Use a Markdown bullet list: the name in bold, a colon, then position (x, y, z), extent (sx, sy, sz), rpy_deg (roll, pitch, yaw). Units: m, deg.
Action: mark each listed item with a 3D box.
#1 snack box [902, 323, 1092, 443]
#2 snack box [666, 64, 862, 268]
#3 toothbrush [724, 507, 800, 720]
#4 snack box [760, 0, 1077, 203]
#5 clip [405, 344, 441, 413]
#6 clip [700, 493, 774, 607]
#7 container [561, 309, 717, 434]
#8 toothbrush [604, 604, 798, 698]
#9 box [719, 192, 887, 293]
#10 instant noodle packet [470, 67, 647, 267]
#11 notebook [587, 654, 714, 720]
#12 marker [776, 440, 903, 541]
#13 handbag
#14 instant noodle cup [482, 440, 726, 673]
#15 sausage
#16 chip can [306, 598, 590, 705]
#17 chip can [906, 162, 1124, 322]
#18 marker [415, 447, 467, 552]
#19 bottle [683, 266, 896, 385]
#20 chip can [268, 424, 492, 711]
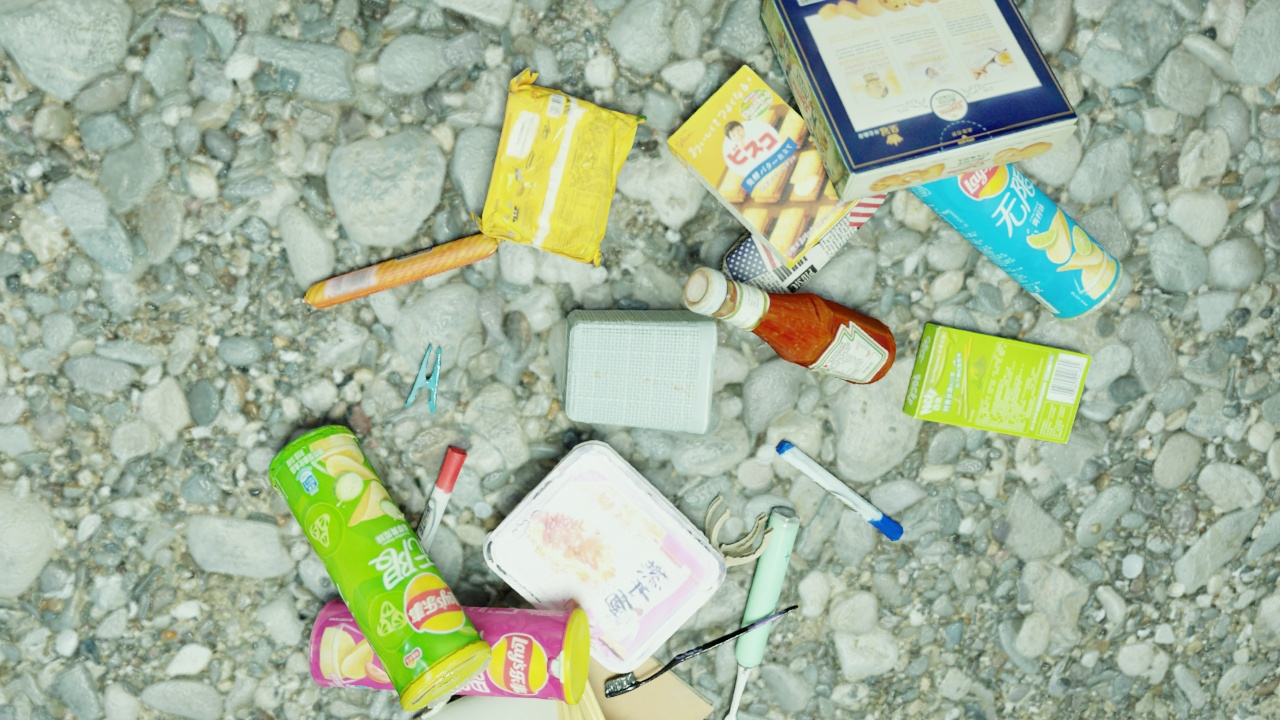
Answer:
- **snack box**: position (0.319, 0.021, 0.821), extent (0.156, 0.026, 0.086), rpy_deg (9, 100, -12)
- **snack box**: position (0.099, -0.151, 0.719), extent (0.087, 0.033, 0.140), rpy_deg (-44, 79, 1)
- **toothbrush**: position (0.104, 0.240, 0.827), extent (0.026, 0.027, 0.224), rpy_deg (17, 99, 23)
- **snack box**: position (0.206, -0.223, 0.696), extent (0.178, 0.046, 0.182), rpy_deg (-15, 71, -7)
- **clip**: position (-0.171, 0.015, 0.739), extent (0.049, 0.015, 0.057), rpy_deg (13, 100, -10)
- **clip**: position (0.083, 0.170, 0.806), extent (0.094, 0.035, 0.102), rpy_deg (1, 105, -9)
- **container**: position (-0.004, 0.004, 0.730), extent (0.111, 0.090, 0.090), rpy_deg (4, 100, -8)
- **toothbrush**: position (0.052, 0.253, 0.808), extent (0.189, 0.014, 0.017), rpy_deg (-26, 89, 2)
- **box**: position (0.133, -0.109, 0.758), extent (0.164, 0.060, 0.072), rpy_deg (-44, 84, 0)
- **instant noodle packet**: position (-0.064, -0.148, 0.710), extent (0.110, 0.044, 0.128), rpy_deg (14, 102, -19)
- **notebook**: position (-0.057, 0.345, 0.828), extent (0.149, 0.012, 0.211), rpy_deg (42, 92, -14)
- **marker**: position (0.179, 0.117, 0.821), extent (0.146, 0.017, 0.017), rpy_deg (37, 93, -15)
- **handbag**: position (-0.119, 0.302, 0.763), extent (0.163, 0.063, 0.178), rpy_deg (-27, 76, 13)
- **instant noodle cup**: position (-0.030, 0.158, 0.769), extent (0.138, 0.060, 0.173), rpy_deg (-45, 105, 2)
- **sausage**: position (-0.184, -0.070, 0.716), extent (0.165, 0.021, 0.021), rpy_deg (-18, 104, -6)
- **chip can**: position (-0.149, 0.228, 0.724), extent (0.211, 0.071, 0.071), rpy_deg (0, 102, 10)
- **chip can**: position (0.305, -0.120, 0.767), extent (0.210, 0.071, 0.071), rpy_deg (35, 93, -15)
- **marker**: position (-0.177, 0.140, 0.762), extent (0.017, 0.017, 0.145), rpy_deg (21, 97, -13)
- **bottle**: position (0.119, -0.029, 0.723), extent (0.205, 0.060, 0.060), rpy_deg (17, 98, -36)
- **chip can**: position (-0.197, 0.147, 0.681), extent (0.072, 0.072, 0.221), rpy_deg (-39, 70, -1)
